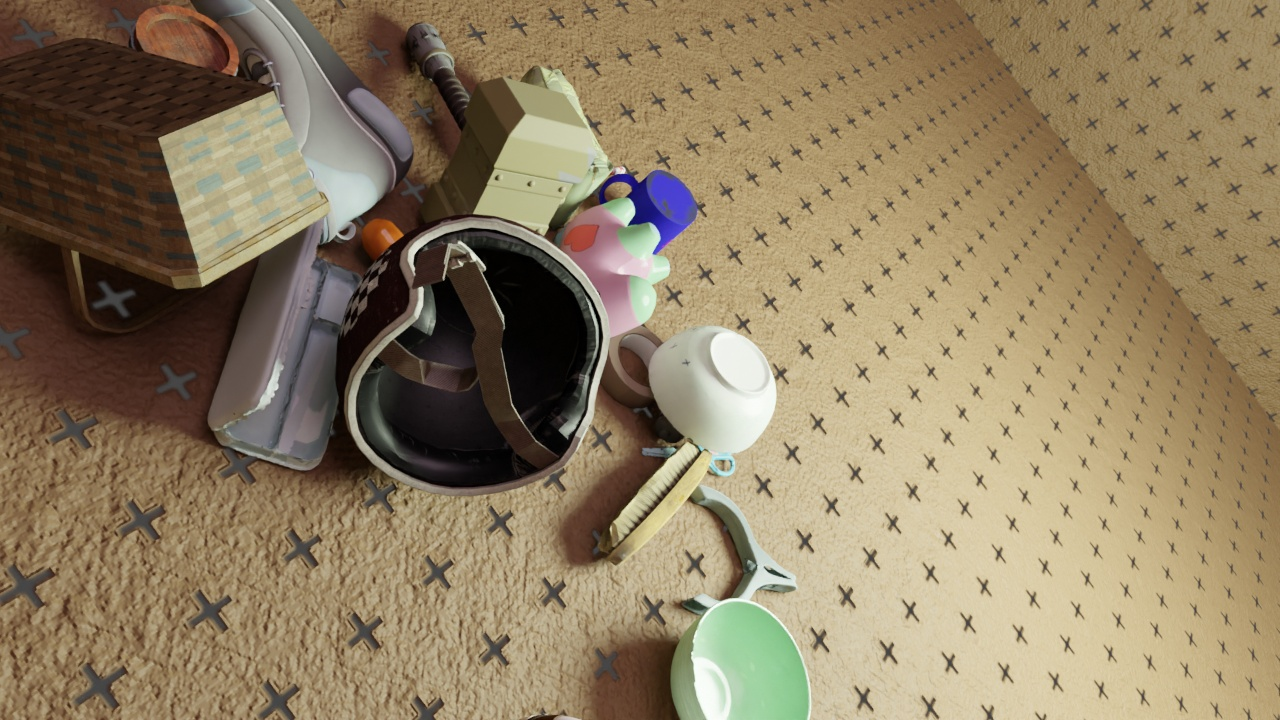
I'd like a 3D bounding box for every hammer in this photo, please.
[{"bbox_3d":[-0.188,-0.265,0.987,0.100,0.191,0.324,2,45,-40],"label":"hammer"}]

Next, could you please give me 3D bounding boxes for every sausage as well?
[{"bbox_3d":[-0.208,-0.074,0.904,0.164,0.045,0.039,44,32,-14],"label":"sausage"}]

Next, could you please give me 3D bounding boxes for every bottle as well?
[{"bbox_3d":[0.058,0.055,1.057,0.040,0.040,0.129,52,42,-1],"label":"bottle"}]

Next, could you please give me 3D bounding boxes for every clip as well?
[{"bbox_3d":[0.090,0.230,0.981,0.169,0.031,0.164,46,45,-5],"label":"clip"}]

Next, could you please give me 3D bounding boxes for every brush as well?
[{"bbox_3d":[0.017,0.144,0.950,0.043,0.059,0.194,43,43,5],"label":"brush"}]

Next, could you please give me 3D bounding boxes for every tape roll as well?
[{"bbox_3d":[-0.006,0.006,1.040,0.093,0.030,0.093,22,51,-30],"label":"tape roll"}]

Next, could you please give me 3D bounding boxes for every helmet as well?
[{"bbox_3d":[-0.143,-0.009,0.769,0.233,0.234,0.253,40,27,-29],"label":"helmet"}]

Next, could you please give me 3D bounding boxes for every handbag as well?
[{"bbox_3d":[-0.117,-0.248,1.057,0.116,0.113,0.186,-7,65,-41],"label":"handbag"}]

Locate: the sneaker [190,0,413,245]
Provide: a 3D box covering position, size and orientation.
[{"bbox_3d":[-0.342,-0.232,0.849,0.256,0.093,0.160,46,52,-23],"label":"sneaker"}]

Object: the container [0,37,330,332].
[{"bbox_3d":[-0.379,-0.122,0.704,0.250,0.187,0.157,19,39,19],"label":"container"}]

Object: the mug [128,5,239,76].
[{"bbox_3d":[-0.392,-0.222,0.793,0.117,0.111,0.081,48,42,-5],"label":"mug"}]

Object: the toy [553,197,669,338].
[{"bbox_3d":[-0.057,-0.095,1.010,0.222,0.171,0.120,55,-10,48],"label":"toy"}]

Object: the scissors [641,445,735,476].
[{"bbox_3d":[0.055,0.107,1.046,0.136,0.015,0.055,4,59,-33],"label":"scissors"}]

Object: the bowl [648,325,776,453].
[{"bbox_3d":[0.091,0.021,1.024,0.153,0.073,0.153,19,47,-23],"label":"bowl"}]

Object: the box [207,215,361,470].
[{"bbox_3d":[-0.280,-0.017,0.776,0.105,0.130,0.210,29,53,-36],"label":"box"}]

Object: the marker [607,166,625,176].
[{"bbox_3d":[-0.036,-0.235,1.145,0.013,0.013,0.142,50,16,-3],"label":"marker"}]

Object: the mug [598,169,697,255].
[{"bbox_3d":[0.001,-0.188,1.136,0.111,0.084,0.079,35,45,-19],"label":"mug"}]

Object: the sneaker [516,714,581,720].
[{"bbox_3d":[0.020,0.377,0.753,0.294,0.117,0.111,41,44,-13],"label":"sneaker"}]

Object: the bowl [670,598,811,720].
[{"bbox_3d":[0.085,0.313,0.882,0.150,0.077,0.150,22,50,-30],"label":"bowl"}]
